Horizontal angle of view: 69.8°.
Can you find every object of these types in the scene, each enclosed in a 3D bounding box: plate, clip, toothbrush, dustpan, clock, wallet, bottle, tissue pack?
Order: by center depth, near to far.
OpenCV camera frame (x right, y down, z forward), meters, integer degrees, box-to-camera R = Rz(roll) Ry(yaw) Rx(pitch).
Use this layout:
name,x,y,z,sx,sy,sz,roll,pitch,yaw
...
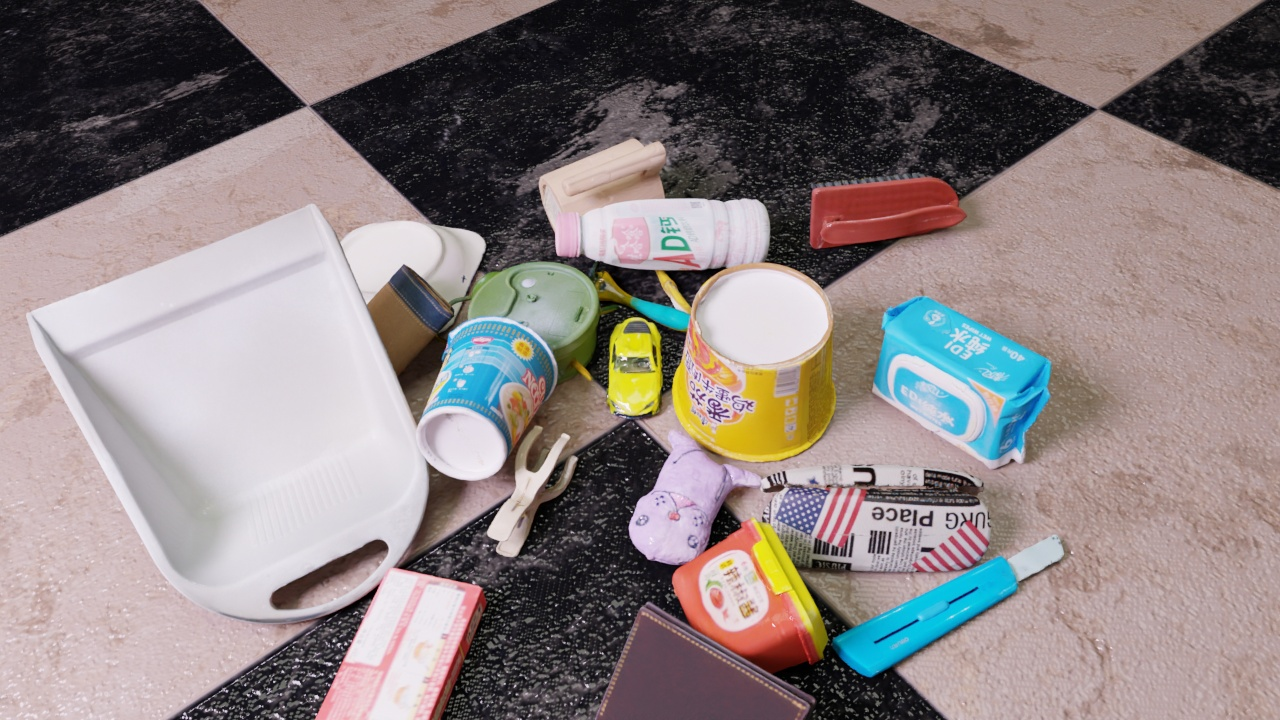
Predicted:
name,x,y,z,sx,sy,sz,roll,pitch,yaw
wallet,0.036,0.222,0.572,0.122,0.020,0.096,25,98,24
dustpan,-0.279,0.052,0.680,0.222,0.258,0.143,-26,27,-17
clip,-0.087,0.092,0.707,0.035,0.083,0.104,17,41,19
tissue pack,0.250,0.017,0.724,0.063,0.090,0.140,-37,55,-25
wallet,-0.225,-0.022,0.819,0.115,0.033,0.090,-47,53,-1
clock,-0.109,-0.032,0.828,0.161,0.056,0.115,8,48,12
bottle,0.020,-0.119,0.863,0.197,0.068,0.068,-1,47,-10
toothbrush,0.031,-0.069,0.872,0.016,0.018,0.191,-20,49,-10
plate,-0.248,-0.092,0.911,0.164,0.034,0.163,4,49,11

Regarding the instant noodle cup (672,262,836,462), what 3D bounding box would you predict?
name,x,y,z,sx,sy,sz,roll,pitch,yaw
instant noodle cup,0.094,-0.004,0.739,0.138,0.110,0.137,-2,52,2

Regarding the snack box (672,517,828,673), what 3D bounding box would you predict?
name,x,y,z,sx,sy,sz,roll,pitch,yaw
snack box,0.072,0.167,0.620,0.080,0.082,0.091,-27,49,-1

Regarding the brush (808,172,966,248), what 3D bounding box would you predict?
name,x,y,z,sx,sy,sz,roll,pitch,yaw
brush,0.238,-0.143,0.890,0.146,0.063,0.069,-7,36,-3

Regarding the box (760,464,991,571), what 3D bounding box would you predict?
name,x,y,z,sx,sy,sz,roll,pitch,yaw
box,0.169,0.118,0.670,0.163,0.076,0.087,3,70,4

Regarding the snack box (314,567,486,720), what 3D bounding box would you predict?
name,x,y,z,sx,sy,sz,roll,pitch,yaw
snack box,-0.167,0.219,0.627,0.075,0.025,0.152,9,50,12

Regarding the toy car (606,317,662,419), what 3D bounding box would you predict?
name,x,y,z,sx,sy,sz,roll,pitch,yaw
toy car,-0.005,0.005,0.801,0.048,0.032,0.105,-2,50,3

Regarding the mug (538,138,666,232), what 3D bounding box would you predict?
name,x,y,z,sx,sy,sz,roll,pitch,yaw
mug,-0.035,-0.168,0.904,0.103,0.125,0.084,-24,88,-14

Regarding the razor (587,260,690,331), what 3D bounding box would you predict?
name,x,y,z,sx,sy,sz,roll,pitch,yaw
razor,0.001,-0.053,0.854,0.133,0.028,0.043,24,78,28

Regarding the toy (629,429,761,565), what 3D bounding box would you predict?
name,x,y,z,sx,sy,sz,roll,pitch,yaw
toy,0.036,0.110,0.697,0.084,0.039,0.107,25,53,15

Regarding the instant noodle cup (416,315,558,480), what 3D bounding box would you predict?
name,x,y,z,sx,sy,sz,roll,pitch,yaw
instant noodle cup,-0.126,0.035,0.726,0.099,0.099,0.109,4,36,9

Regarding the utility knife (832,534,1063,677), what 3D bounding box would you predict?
name,x,y,z,sx,sy,sz,roll,pitch,yaw
utility knife,0.222,0.167,0.642,0.191,0.018,0.034,-22,49,-16
